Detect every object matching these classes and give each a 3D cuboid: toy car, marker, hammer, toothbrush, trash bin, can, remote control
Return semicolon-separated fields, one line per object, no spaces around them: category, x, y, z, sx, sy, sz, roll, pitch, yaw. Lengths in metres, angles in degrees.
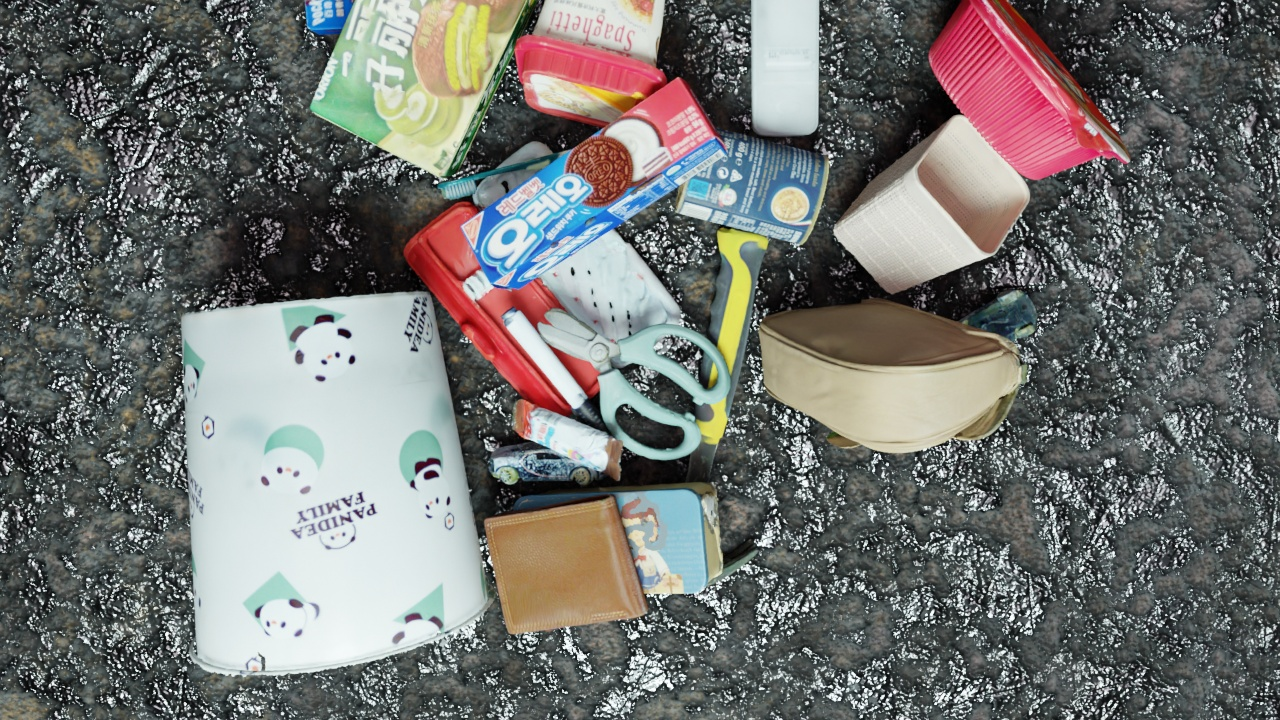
toy car;-0.079;0.088;0.800;0.105;0.049;0.031;2;101;-3
marker;-0.071;0.011;0.761;0.022;0.018;0.131;-38;101;5
hammer;0.064;0.048;0.805;0.126;0.032;0.323;11;99;-3
toy car;0.299;-0.027;0.797;0.090;0.034;0.043;-32;96;2
toothbrush;-0.072;-0.161;0.755;0.191;0.016;0.018;-16;102;-12
trash bin;-0.242;0.080;0.714;0.229;0.229;0.252;-6;94;-1
can;0.088;-0.145;0.751;0.111;0.075;0.075;14;99;-3
remote control;0.120;-0.255;0.761;0.056;0.020;0.136;-2;99;-2

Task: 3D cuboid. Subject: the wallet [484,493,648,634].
wallet;-0.063;0.167;0.748;0.125;0.032;0.101;-13;89;21

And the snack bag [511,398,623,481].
snack bag;-0.061;0.064;0.762;0.105;0.026;0.045;21;126;17

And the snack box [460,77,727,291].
snack box;-0.037;-0.129;0.703;0.208;0.057;0.058;-31;82;14

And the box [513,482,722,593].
box;-0.024;0.150;0.778;0.184;0.059;0.089;-8;88;18

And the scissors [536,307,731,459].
scissors;-0.004;-0.004;0.763;0.180;0.019;0.139;41;88;-8

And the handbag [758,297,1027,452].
handbag;0.186;0.010;0.718;0.147;0.204;0.100;-12;109;-17

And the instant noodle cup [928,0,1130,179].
instant noodle cup;0.289;-0.209;0.708;0.194;0.193;0.066;45;121;-8

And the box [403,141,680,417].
box;-0.081;-0.065;0.783;0.157;0.038;0.201;-40;98;-5

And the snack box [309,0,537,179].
snack box;-0.148;-0.271;0.703;0.114;0.063;0.240;27;101;-6

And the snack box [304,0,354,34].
snack box;-0.191;-0.312;0.741;0.157;0.026;0.084;-2;100;-1

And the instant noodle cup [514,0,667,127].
instant noodle cup;-0.030;-0.259;0.717;0.116;0.117;0.124;13;87;-3

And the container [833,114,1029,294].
container;0.225;-0.118;0.731;0.090;0.111;0.090;45;61;-8
